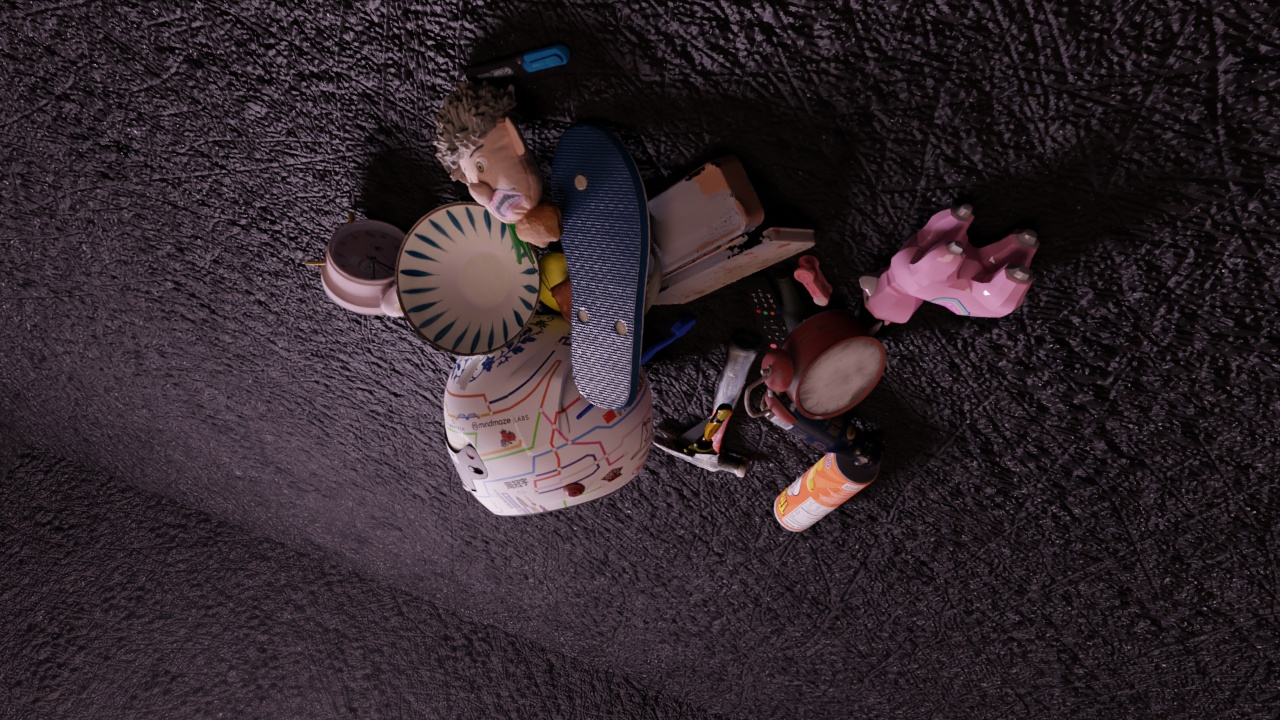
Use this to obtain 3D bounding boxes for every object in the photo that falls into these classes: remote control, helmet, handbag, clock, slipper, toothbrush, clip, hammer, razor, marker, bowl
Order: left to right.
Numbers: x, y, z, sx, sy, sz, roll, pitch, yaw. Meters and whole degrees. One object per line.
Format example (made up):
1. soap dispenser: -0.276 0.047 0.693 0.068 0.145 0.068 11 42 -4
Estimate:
1. clock: -0.316 -0.111 1.131 0.158 0.116 0.059 25 141 2
2. bowl: -0.193 -0.096 1.082 0.177 0.177 0.070 18 -170 8
3. marker: -0.115 -0.269 0.839 0.123 0.015 0.018 1 147 36
4. helmet: -0.132 0.059 1.159 0.315 0.230 0.236 -13 115 41
5. handbag: -0.079 -0.116 1.000 0.093 0.043 0.196 -30 125 8
6. slipper: -0.026 -0.091 0.924 0.118 0.060 0.295 16 117 38
7. toothbrush: -0.006 0.006 1.047 0.011 0.186 0.017 41 157 24
8. razor: 0.094 0.091 1.197 0.044 0.021 0.144 5 151 -10
9. hammer: 0.099 0.058 1.197 0.140 0.036 0.327 18 149 5
10. remote control: 0.143 -0.053 1.010 0.039 0.010 0.125 4 145 30
11. clock: 0.177 0.009 0.966 0.062 0.156 0.110 57 167 43
12. clip: 0.175 -0.076 0.927 0.023 0.039 0.059 -11 140 39

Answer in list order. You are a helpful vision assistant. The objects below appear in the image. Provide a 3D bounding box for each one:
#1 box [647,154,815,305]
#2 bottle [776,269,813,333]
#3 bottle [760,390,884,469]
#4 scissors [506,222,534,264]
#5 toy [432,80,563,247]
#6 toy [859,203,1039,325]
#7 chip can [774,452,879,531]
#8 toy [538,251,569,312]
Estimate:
1. box: 0.061 -0.123 0.933 0.218 0.094 0.121 -22 100 51
2. bottle: 0.167 -0.050 0.978 0.033 0.033 0.123 4 144 29
3. bottle: 0.224 0.080 1.122 0.160 0.056 0.056 31 149 -12
4. scissors: -0.151 -0.159 1.002 0.078 0.013 0.132 13 128 25
5. toy: -0.140 -0.183 0.895 0.176 0.076 0.133 53 150 -4
6. toy: 0.276 -0.073 0.835 0.123 0.067 0.158 23 154 -2
7. chip can: 0.249 0.173 1.247 0.062 0.062 0.211 24 150 -2
8. toy: -0.085 -0.090 1.080 0.094 0.041 0.095 -11 135 35
